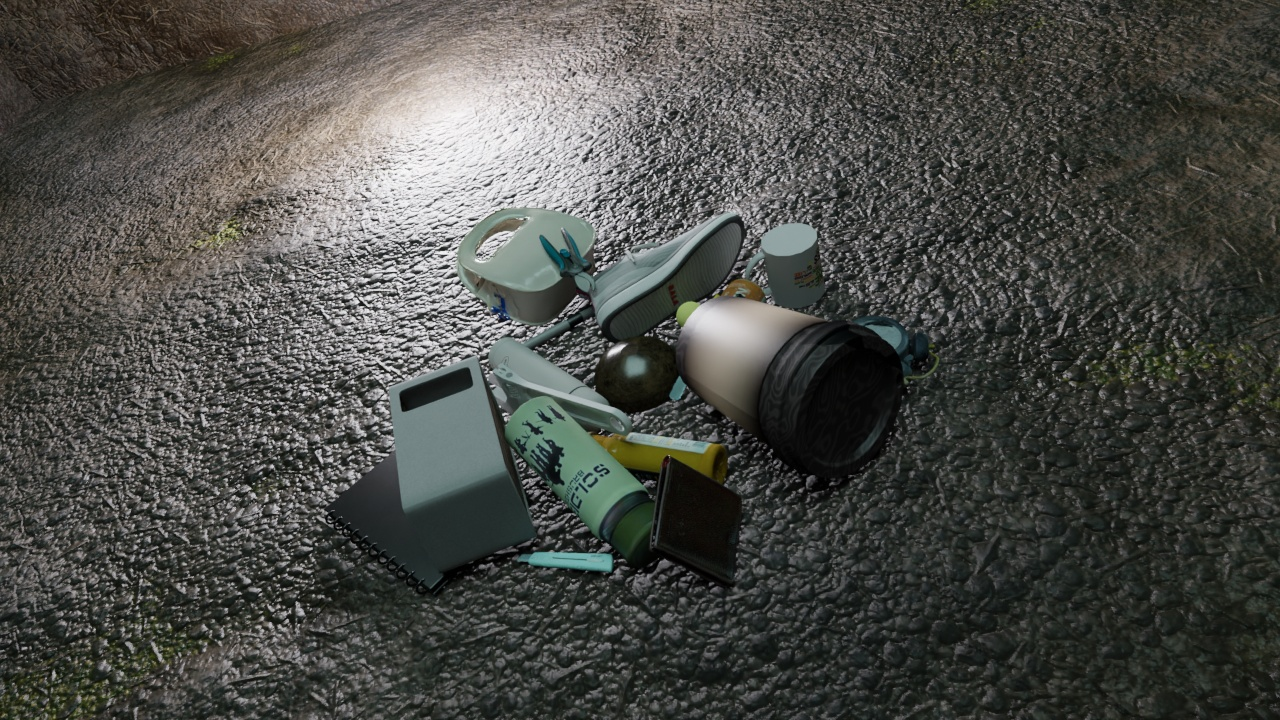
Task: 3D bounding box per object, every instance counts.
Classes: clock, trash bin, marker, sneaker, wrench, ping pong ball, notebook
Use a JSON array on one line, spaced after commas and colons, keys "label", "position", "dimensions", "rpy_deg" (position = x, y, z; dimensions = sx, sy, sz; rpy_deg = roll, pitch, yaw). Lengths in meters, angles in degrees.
[{"label": "clock", "position": [0.294, -0.006, 1.104], "dimensions": [0.129, 0.052, 0.090], "rpy_deg": [21, 54, 33]}, {"label": "trash bin", "position": [-0.214, 0.116, 1.085], "dimensions": [0.114, 0.115, 0.228], "rpy_deg": [-20, 38, -5]}, {"label": "marker", "position": [-0.122, -0.044, 1.340], "dimensions": [0.140, 0.016, 0.016], "rpy_deg": [-29, 40, -12]}, {"label": "sneaker", "position": [0.030, -0.135, 1.320], "dimensions": [0.263, 0.097, 0.128], "rpy_deg": [-36, 47, -9]}, {"label": "wrench", "position": [-0.103, 0.059, 1.136], "dimensions": [0.274, 0.087, 0.018], "rpy_deg": [14, 49, 44]}, {"label": "ping pong ball", "position": [0.069, -0.061, 1.264], "dimensions": [0.040, 0.040, 0.040], "rpy_deg": [-11, 40, 9]}, {"label": "notebook", "position": [-0.269, 0.182, 1.134], "dimensions": [0.232, 0.019, 0.168], "rpy_deg": [22, 53, 39]}]

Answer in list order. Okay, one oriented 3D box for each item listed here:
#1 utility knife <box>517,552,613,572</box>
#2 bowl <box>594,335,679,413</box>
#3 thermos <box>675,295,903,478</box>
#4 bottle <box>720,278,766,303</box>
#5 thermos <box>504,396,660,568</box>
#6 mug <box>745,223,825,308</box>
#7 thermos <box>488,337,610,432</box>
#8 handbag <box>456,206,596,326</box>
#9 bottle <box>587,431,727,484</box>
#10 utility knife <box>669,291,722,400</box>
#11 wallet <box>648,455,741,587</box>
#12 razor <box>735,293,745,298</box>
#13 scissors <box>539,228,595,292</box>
[{"label": "utility knife", "position": [-0.083, 0.223, 1.016], "dimensions": [0.120, 0.015, 0.022], "rpy_deg": [-3, 43, 24]}, {"label": "bowl", "position": [-0.007, 0.007, 1.202], "dimensions": [0.121, 0.056, 0.121], "rpy_deg": [-11, 40, 9]}, {"label": "thermos", "position": [0.158, 0.016, 1.048], "dimensions": [0.172, 0.173, 0.226], "rpy_deg": [-36, 35, -20]}, {"label": "bottle", "position": [0.108, -0.037, 1.205], "dimensions": [0.059, 0.059, 0.166], "rpy_deg": [11, 49, 32]}, {"label": "thermos", "position": [-0.057, 0.138, 1.030], "dimensions": [0.082, 0.082, 0.231], "rpy_deg": [-36, 55, -21]}, {"label": "mug", "position": [0.194, -0.124, 1.248], "dimensions": [0.105, 0.090, 0.073], "rpy_deg": [-15, 39, 4]}, {"label": "thermos", "position": [-0.122, 0.032, 1.223], "dimensions": [0.052, 0.052, 0.224], "rpy_deg": [-38, 43, -22]}, {"label": "handbag", "position": [-0.181, -0.151, 1.413], "dimensions": [0.200, 0.093, 0.200], "rpy_deg": [26, 55, 21]}, {"label": "bottle", "position": [0.007, 0.113, 1.075], "dimensions": [0.186, 0.053, 0.053], "rpy_deg": [5, 45, 27]}, {"label": "utility knife", "position": [0.079, -0.020, 1.221], "dimensions": [0.018, 0.030, 0.206], "rpy_deg": [-20, 30, 39]}, {"label": "wallet", "position": [0.060, 0.167, 0.964], "dimensions": [0.031, 0.099, 0.119], "rpy_deg": [-45, 22, 41]}, {"label": "razor", "position": [0.188, -0.052, 1.178], "dimensions": [0.144, 0.022, 0.042], "rpy_deg": [17, 58, 3]}, {"label": "scissors", "position": [-0.108, -0.146, 1.331], "dimensions": [0.148, 0.019, 0.131], "rpy_deg": [13, 48, 13]}]
